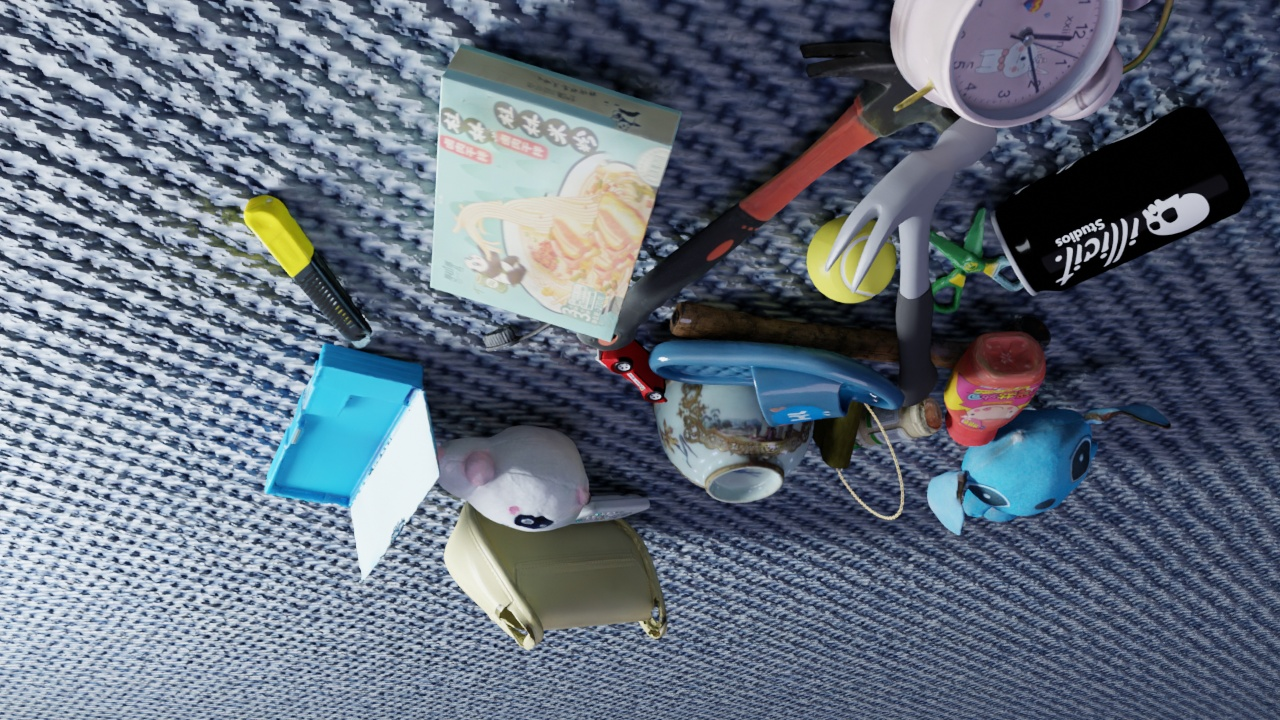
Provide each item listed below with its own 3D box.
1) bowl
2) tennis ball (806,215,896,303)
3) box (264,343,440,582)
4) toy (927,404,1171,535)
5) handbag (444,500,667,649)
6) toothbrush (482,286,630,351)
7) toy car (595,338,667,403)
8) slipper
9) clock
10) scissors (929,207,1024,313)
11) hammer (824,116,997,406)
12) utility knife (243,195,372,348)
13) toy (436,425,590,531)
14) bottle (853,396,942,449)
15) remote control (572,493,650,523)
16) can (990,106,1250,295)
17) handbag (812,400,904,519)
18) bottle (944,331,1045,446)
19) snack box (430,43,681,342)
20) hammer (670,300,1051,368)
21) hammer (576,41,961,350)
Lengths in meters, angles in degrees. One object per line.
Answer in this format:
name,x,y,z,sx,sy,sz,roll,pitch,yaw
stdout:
bowl,0.093,0.077,0.866,0.160,0.093,0.160,-3,144,-2
tennis ball,0.157,-0.076,0.684,0.065,0.065,0.065,-3,144,-2
box,-0.272,0.104,0.852,0.114,0.113,0.244,15,140,-25
toy,0.394,0.098,0.908,0.224,0.099,0.191,-33,156,15
handbag,-0.091,0.234,1.009,0.232,0.190,0.089,9,129,-38
toothbrush,-0.050,-0.043,0.755,0.188,0.014,0.017,-20,118,19
toy car,-0.005,0.005,0.803,0.025,0.038,0.089,-19,142,24
slipper,0.108,0.020,0.758,0.214,0.059,0.104,8,166,16
clock,0.225,-0.190,0.519,0.158,0.058,0.117,-4,132,-12
scissors,0.273,-0.081,0.735,0.112,0.012,0.131,-7,146,3
hammer,0.202,-0.040,0.684,0.125,0.029,0.311,-40,148,-7
utility knife,-0.249,-0.060,0.706,0.029,0.020,0.174,-8,143,8
toy,-0.133,0.109,0.881,0.179,0.101,0.139,12,167,-22
bottle,0.233,0.060,0.879,0.042,0.042,0.110,25,151,-34
remote control,-0.039,0.159,0.995,0.050,0.022,0.133,-23,164,23
can,0.331,-0.108,0.643,0.146,0.080,0.080,-28,138,29
handbag,0.190,0.080,0.801,0.027,0.178,0.084,3,114,-10
bottle,0.305,0.028,0.805,0.071,0.048,0.134,-4,149,2
snack box,-0.065,-0.104,0.620,0.141,0.044,0.194,17,142,-3
hammer,0.185,-0.011,0.809,0.330,0.033,0.120,7,144,-14
hammer,0.071,-0.099,0.665,0.133,0.033,0.334,24,134,-34
